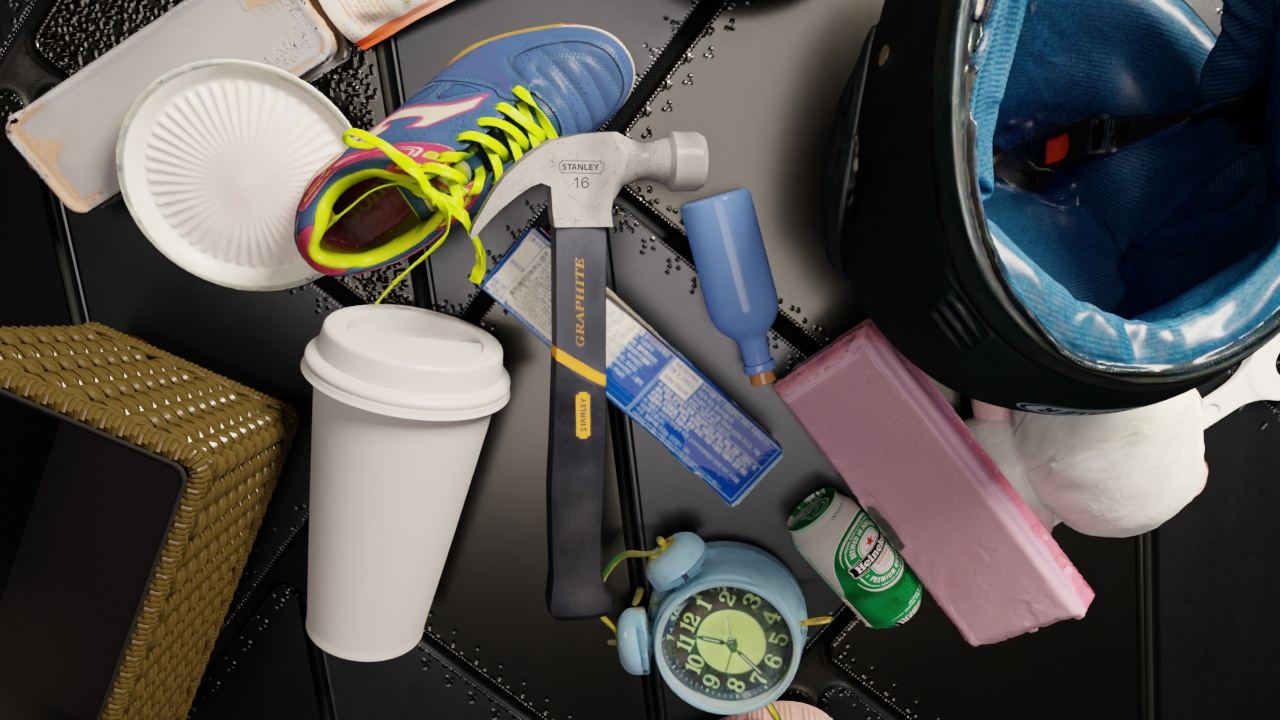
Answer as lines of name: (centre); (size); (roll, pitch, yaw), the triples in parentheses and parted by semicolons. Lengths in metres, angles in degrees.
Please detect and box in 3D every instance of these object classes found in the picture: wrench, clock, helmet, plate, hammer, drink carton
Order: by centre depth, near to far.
helmet: (0.226, -0.131, 0.503); (0.249, 0.235, 0.316); (0, 99, 1)
hammer: (-0.032, 0.018, 0.573); (0.139, 0.035, 0.313); (-2, 105, -11)
drink carton: (-0.144, -0.254, 0.579); (0.122, 0.038, 0.069); (-21, 124, 13)
plate: (-0.258, -0.119, 0.605); (0.157, 0.014, 0.157); (-5, 120, -9)
wrench: (0.351, 0.069, 0.651); (0.273, 0.009, 0.047); (-36, 98, 7)
clock: (0.046, 0.186, 0.656); (0.162, 0.060, 0.118); (21, 102, 2)

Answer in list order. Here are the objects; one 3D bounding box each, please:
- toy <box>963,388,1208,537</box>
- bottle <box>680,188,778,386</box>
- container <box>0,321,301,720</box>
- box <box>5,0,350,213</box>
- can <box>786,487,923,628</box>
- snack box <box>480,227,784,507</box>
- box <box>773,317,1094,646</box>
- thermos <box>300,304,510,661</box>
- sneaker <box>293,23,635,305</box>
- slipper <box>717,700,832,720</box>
toy: (0.278, 0.058, 0.612); (0.180, 0.101, 0.139); (-22, 86, 26)
bottle: (0.067, -0.046, 0.618); (0.048, 0.048, 0.131); (-16, 100, 4)
container: (-0.359, 0.142, 0.583); (0.176, 0.205, 0.321); (24, 100, -3)
box: (-0.302, -0.181, 0.602); (0.216, 0.062, 0.081); (-29, 109, 7)
can: (0.152, 0.141, 0.647); (0.053, 0.053, 0.101); (-41, 97, 8)
snack box: (-0.004, 0.004, 0.624); (0.226, 0.059, 0.059); (41, 96, -7)
box: (0.193, 0.083, 0.612); (0.233, 0.037, 0.098); (52, 131, 2)
thermos: (-0.168, 0.085, 0.617); (0.131, 0.131, 0.222); (14, 108, -1)
sneaker: (-0.104, -0.124, 0.576); (0.242, 0.091, 0.116); (-32, 116, 1)
slipper: (0.059, 0.321, 0.669); (0.197, 0.093, 0.081); (-19, 110, 5)
